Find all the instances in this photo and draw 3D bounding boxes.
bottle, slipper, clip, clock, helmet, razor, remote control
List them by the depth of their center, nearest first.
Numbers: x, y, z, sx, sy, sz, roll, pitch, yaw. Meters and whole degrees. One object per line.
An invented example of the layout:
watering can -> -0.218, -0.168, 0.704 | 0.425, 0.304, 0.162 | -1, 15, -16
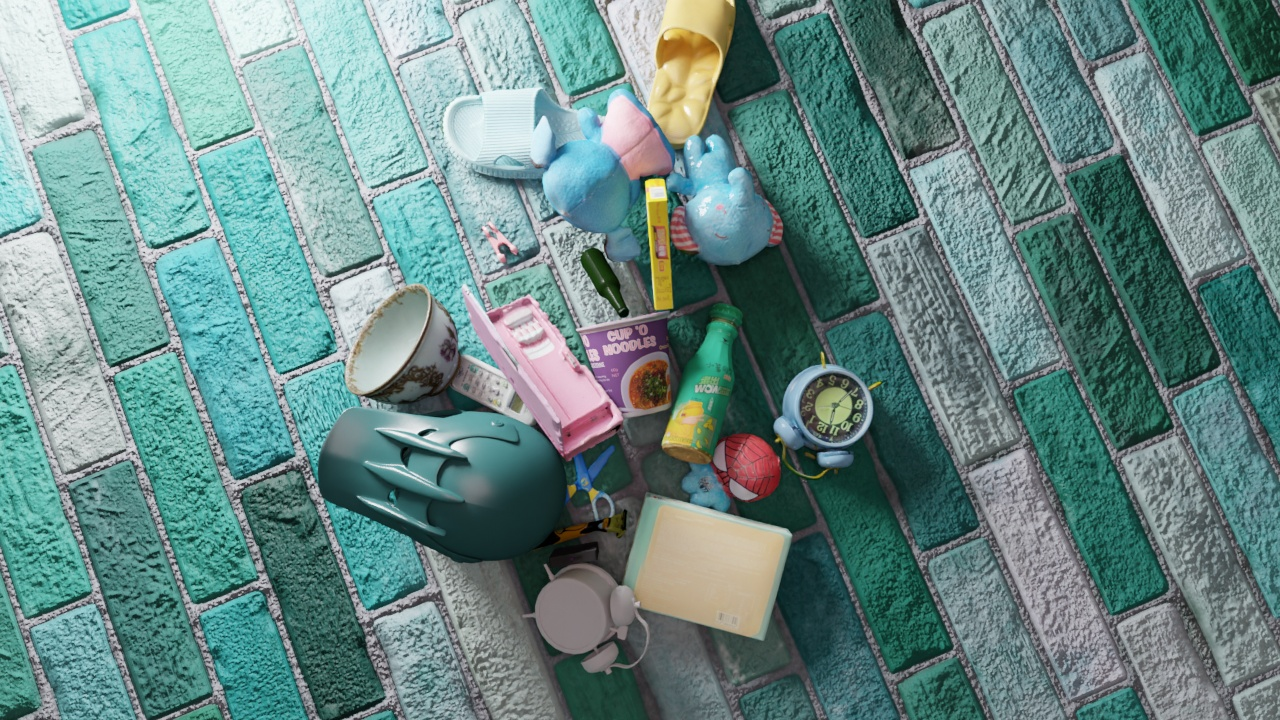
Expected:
helmet -> -0.225, 0.140, 1.098 | 0.275, 0.200, 0.176 | 17, 93, 2
remote control -> -0.081, 0.240, 1.135 | 0.058, 0.133, 0.013 | -9, 84, -2
clock -> -0.060, 0.321, 1.145 | 0.159, 0.061, 0.120 | 26, 102, 16
razor -> -0.086, 0.223, 1.180 | 0.144, 0.044, 0.021 | -17, 115, 10
bottle -> 0.087, 0.026, 1.188 | 0.068, 0.068, 0.209 | 18, 71, 0
bottle -> -0.044, -0.099, 1.194 | 0.033, 0.033, 0.123 | -26, 50, -5
remote control -> -0.186, 0.039, 1.196 | 0.133, 0.022, 0.050 | 25, 98, 15
clock -> 0.240, 0.078, 1.200 | 0.118, 0.060, 0.162 | 24, 87, 0
slipper -> -0.133, -0.300, 1.230 | 0.276, 0.069, 0.116 | 7, 87, -1
clip -> -0.194, -0.155, 1.235 | 0.060, 0.023, 0.045 | 30, 82, -4
slipper -> 0.070, -0.419, 1.244 | 0.099, 0.078, 0.263 | 14, 84, -2

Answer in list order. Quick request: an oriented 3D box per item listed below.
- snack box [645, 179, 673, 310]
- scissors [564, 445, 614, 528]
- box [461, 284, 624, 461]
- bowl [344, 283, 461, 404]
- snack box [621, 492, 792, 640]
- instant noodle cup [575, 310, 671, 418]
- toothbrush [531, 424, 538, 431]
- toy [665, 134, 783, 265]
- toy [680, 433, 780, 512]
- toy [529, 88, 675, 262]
snack box -> 0.024, -0.148, 1.175 | 0.025, 0.075, 0.152 | -4, 120, 1
scissors -> -0.068, 0.165, 1.204 | 0.123, 0.016, 0.125 | 38, 85, -1
box -> -0.120, -0.003, 1.127 | 0.106, 0.116, 0.232 | -26, 63, -21
bowl -> -0.287, -0.006, 1.167 | 0.094, 0.160, 0.159 | 38, 82, -38
snack box -> 0.082, 0.263, 1.172 | 0.193, 0.044, 0.141 | 15, 93, 1
instant noodle cup -> -0.007, 0.007, 1.173 | 0.121, 0.137, 0.122 | -13, 94, -35
toothbrush -> -0.165, 0.041, 1.213 | 0.019, 0.018, 0.188 | -22, 84, 6
toy -> 0.112, -0.214, 1.203 | 0.183, 0.115, 0.180 | -9, 87, -27
toy -> 0.116, 0.147, 1.190 | 0.133, 0.062, 0.092 | -28, 77, 7
toy -> -0.036, -0.241, 1.187 | 0.191, 0.099, 0.224 | -45, 114, -18
